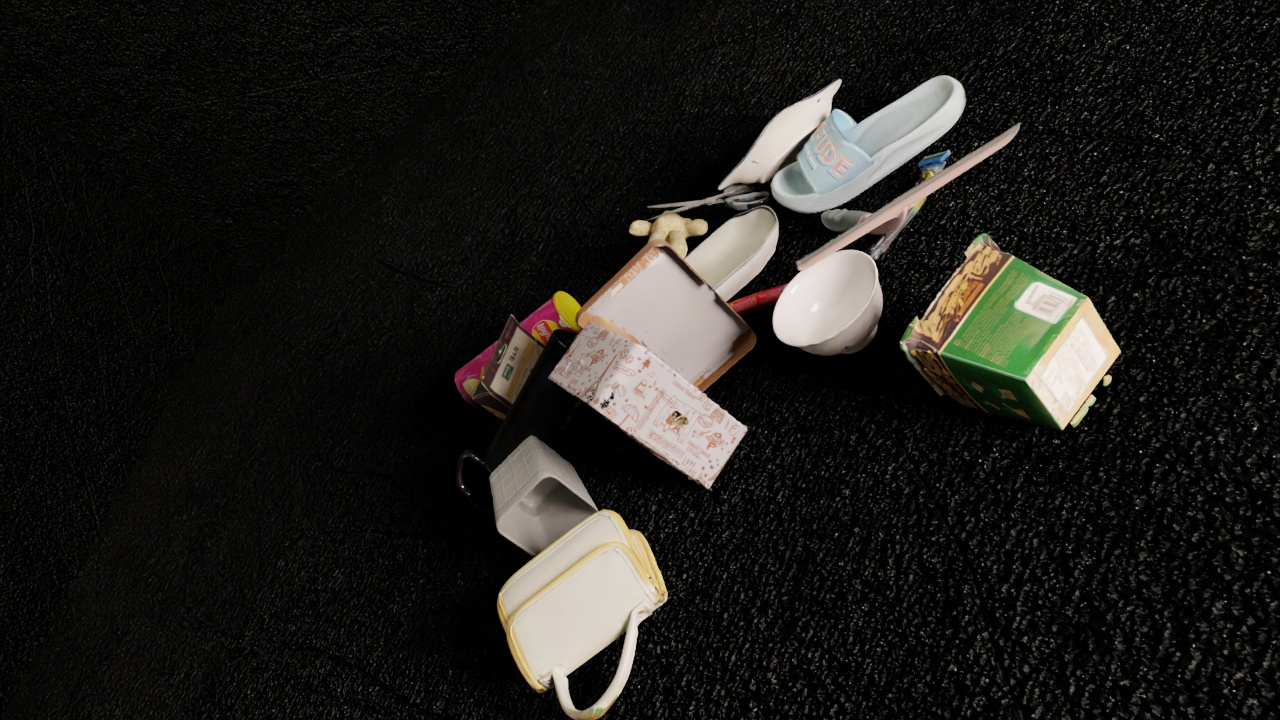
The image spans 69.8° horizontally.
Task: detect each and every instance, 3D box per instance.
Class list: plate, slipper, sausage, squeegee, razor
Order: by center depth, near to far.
[{"bbox_3d":[0.239,-0.150,0.960,0.247,0.040,0.249,-33,8,-3],"label":"squeegee"},{"bbox_3d":[0.286,-0.162,0.977,0.142,0.022,0.043,-55,15,-10],"label":"razor"},{"bbox_3d":[0.133,-0.068,1.068,0.156,0.020,0.020,-17,43,41],"label":"sausage"},{"bbox_3d":[0.256,-0.257,1.071,0.246,0.074,0.103,-30,36,26],"label":"slipper"},{"bbox_3d":[0.068,-0.087,1.132,0.266,0.034,0.162,-41,21,9],"label":"plate"},{"bbox_3d":[0.183,-0.272,1.154,0.163,0.034,0.165,-36,-6,-36],"label":"plate"}]

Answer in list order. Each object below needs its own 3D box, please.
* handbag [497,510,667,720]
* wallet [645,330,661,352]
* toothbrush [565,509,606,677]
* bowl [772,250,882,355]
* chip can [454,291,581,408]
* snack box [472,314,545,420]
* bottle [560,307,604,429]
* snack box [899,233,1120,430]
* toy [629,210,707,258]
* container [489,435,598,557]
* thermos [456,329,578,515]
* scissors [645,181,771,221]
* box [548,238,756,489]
[{"bbox_3d":[-0.052,0.252,0.895,0.163,0.063,0.178,-38,41,6],"label":"handbag"},{"bbox_3d":[-0.006,0.006,1.058,0.115,0.101,0.020,-34,48,-10],"label":"wallet"},{"bbox_3d":[-0.059,0.243,0.968,0.017,0.015,0.189,-13,46,38],"label":"toothbrush"},{"bbox_3d":[0.199,-0.045,0.916,0.118,0.064,0.118,-32,35,26],"label":"bowl"},{"bbox_3d":[-0.175,-0.013,1.341,0.211,0.071,0.071,-36,33,21],"label":"chip can"},{"bbox_3d":[-0.163,0.022,1.232,0.053,0.125,0.113,-17,43,44],"label":"snack box"},{"bbox_3d":[-0.076,0.005,1.210,0.057,0.057,0.174,14,67,56],"label":"bottle"},{"bbox_3d":[0.296,-0.015,0.717,0.118,0.117,0.106,-53,36,-3],"label":"snack box"},{"bbox_3d":[0.038,-0.162,1.223,0.105,0.066,0.157,-6,21,6],"label":"toy"},{"bbox_3d":[-0.117,0.156,1.068,0.090,0.090,0.114,-44,28,5],"label":"container"},{"bbox_3d":[-0.144,0.075,1.127,0.243,0.090,0.068,-58,21,15],"label":"thermos"},{"bbox_3d":[0.096,-0.212,1.205,0.159,0.014,0.176,-33,34,-31],"label":"scissors"},{"bbox_3d":[0.037,-0.003,0.965,0.193,0.183,0.156,-54,32,-4],"label":"box"}]
